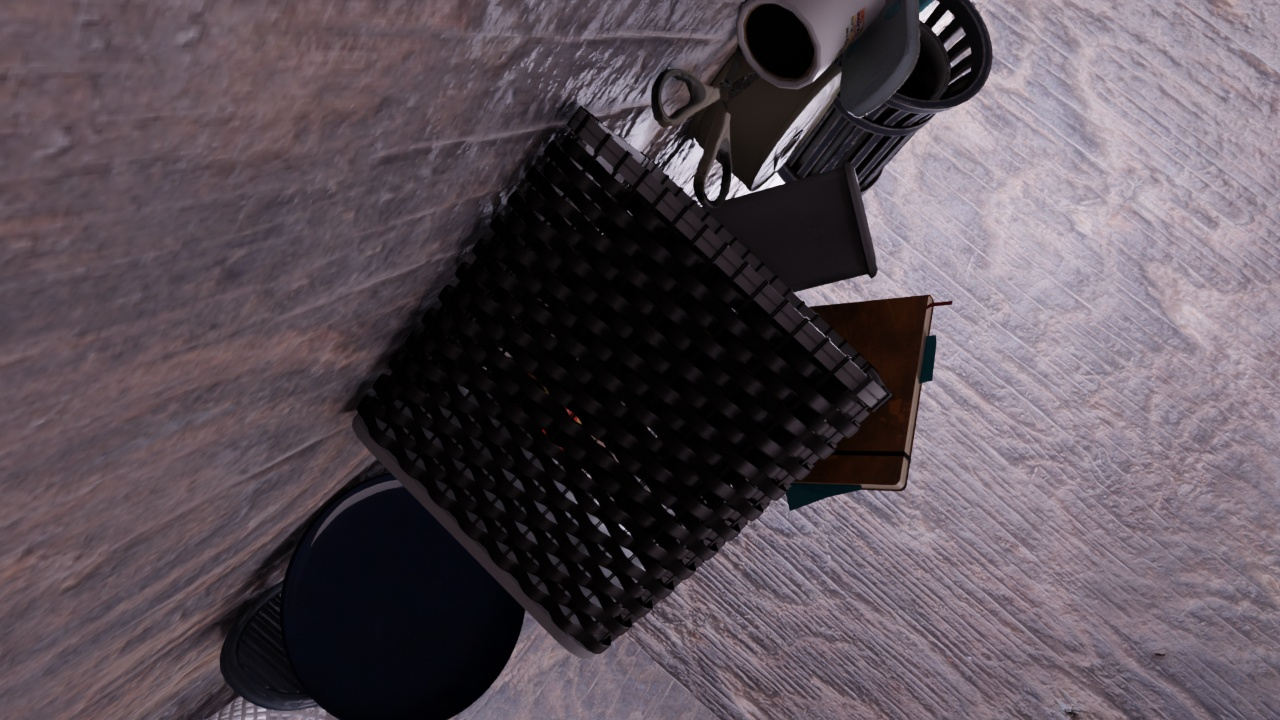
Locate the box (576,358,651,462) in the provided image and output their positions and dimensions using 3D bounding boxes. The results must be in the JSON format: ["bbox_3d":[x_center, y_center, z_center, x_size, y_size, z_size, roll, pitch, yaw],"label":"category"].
[{"bbox_3d":[-0.056,0.067,1.044,0.108,0.137,0.129,-55,177,-25],"label":"box"}]

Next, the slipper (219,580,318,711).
[{"bbox_3d":[-0.262,0.227,0.784,0.083,0.101,0.263,-52,177,18],"label":"slipper"}]

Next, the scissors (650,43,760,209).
[{"bbox_3d":[0.054,-0.187,0.667,0.162,0.013,0.158,10,81,-52],"label":"scissors"}]

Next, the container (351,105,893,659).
[{"bbox_3d":[-0.008,0.017,0.644,0.244,0.245,0.247,-47,174,11],"label":"container"}]

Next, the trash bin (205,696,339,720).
[{"bbox_3d":[-0.351,0.386,0.801,0.196,0.195,0.199,-52,163,25],"label":"trash bin"}]

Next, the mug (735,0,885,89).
[{"bbox_3d":[0.125,-0.268,0.673,0.089,0.073,0.105,-47,147,-24],"label":"mug"}]

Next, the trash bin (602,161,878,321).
[{"bbox_3d":[0.097,-0.100,0.840,0.220,0.097,0.191,-13,-176,16],"label":"trash bin"}]

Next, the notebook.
[{"bbox_3d":[0.124,0.034,0.759,0.250,0.014,0.178,-4,-120,39],"label":"notebook"}]

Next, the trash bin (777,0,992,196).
[{"bbox_3d":[0.241,-0.279,0.991,0.164,0.164,0.228,-47,177,-22],"label":"trash bin"}]

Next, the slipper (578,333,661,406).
[{"bbox_3d":[-0.006,0.006,0.949,0.252,0.105,0.095,-88,176,-72],"label":"slipper"}]

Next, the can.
[{"bbox_3d":[0.109,-0.219,0.795,0.127,0.073,0.128,-49,174,-8],"label":"can"}]

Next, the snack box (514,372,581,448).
[{"bbox_3d":[-0.126,0.124,0.861,0.113,0.060,0.235,75,36,-55],"label":"snack box"}]

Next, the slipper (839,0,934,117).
[{"bbox_3d":[0.209,-0.289,0.749,0.098,0.054,0.268,-30,-143,51],"label":"slipper"}]

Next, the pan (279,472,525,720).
[{"bbox_3d":[-0.116,0.190,0.765,0.355,0.198,0.021,3,170,-35],"label":"pan"}]
